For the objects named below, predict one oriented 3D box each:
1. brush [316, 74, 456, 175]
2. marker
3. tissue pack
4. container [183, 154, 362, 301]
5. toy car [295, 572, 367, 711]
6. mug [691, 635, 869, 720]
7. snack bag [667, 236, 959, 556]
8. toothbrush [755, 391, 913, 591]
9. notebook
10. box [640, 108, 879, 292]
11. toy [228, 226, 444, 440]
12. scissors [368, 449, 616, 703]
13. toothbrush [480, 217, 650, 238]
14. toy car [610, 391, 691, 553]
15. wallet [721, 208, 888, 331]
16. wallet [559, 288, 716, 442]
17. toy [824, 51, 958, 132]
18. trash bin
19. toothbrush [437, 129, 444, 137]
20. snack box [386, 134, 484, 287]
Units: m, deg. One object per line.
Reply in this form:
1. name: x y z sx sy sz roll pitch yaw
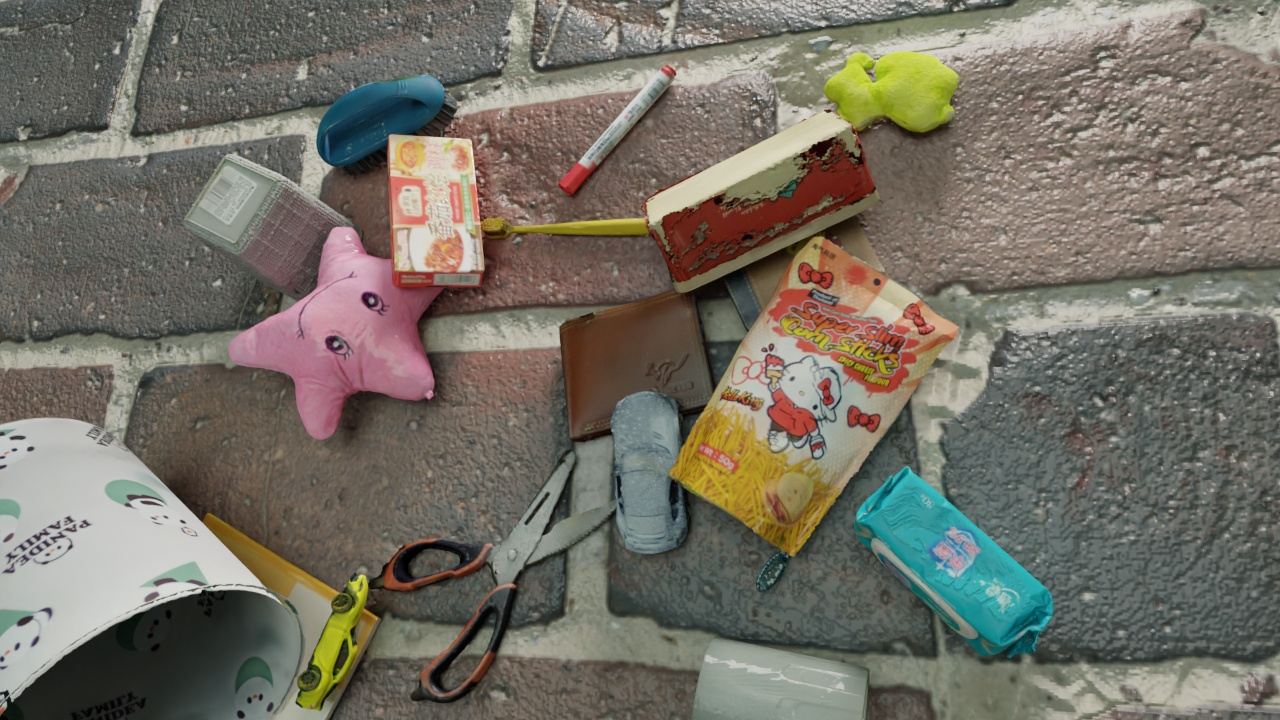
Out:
1. brush: -0.245 -0.224 0.852 0.144 0.073 0.055 -19 69 20
2. marker: -0.020 -0.204 0.812 0.017 0.017 0.145 39 87 25
3. tissue pack: 0.198 0.134 0.588 0.050 0.093 0.133 -44 65 -5
4. container: -0.331 -0.118 0.826 0.090 0.114 0.090 24 81 22
5. toy car: -0.233 0.217 0.709 0.032 0.048 0.105 21 77 -6
6. mug: 0.091 0.249 0.598 0.103 0.083 0.124 5 100 17
7. snack bag: 0.119 0.025 0.655 0.128 0.073 0.208 33 87 13
8. toothbrush: 0.142 0.088 0.662 0.016 0.018 0.191 36 85 9
9. notebook: -0.327 0.234 0.762 0.206 0.010 0.145 23 79 23
10. box: 0.085 -0.129 0.701 0.168 0.078 0.091 -25 23 8
11. toy: -0.236 -0.027 0.789 0.178 0.075 0.194 36 75 13
12. scissors: -0.118 0.167 0.717 0.226 0.015 0.188 -7 70 16
13. toothbrush: -0.051 -0.116 0.792 0.190 0.016 0.015 2 73 18
14. toy car: 0.007 0.083 0.686 0.054 0.036 0.120 -4 85 15
15. wallet: 0.127 -0.061 0.711 0.115 0.033 0.090 -25 66 4
16. wallet: -0.004 0.004 0.730 0.125 0.032 0.101 -15 71 13
17. toy: 0.204 -0.219 0.740 0.100 0.031 0.096 -22 65 10
18. trash bin: -0.422 0.185 0.688 0.252 0.229 0.229 35 85 29
19. toothbrush: -0.193 -0.172 0.858 0.017 0.012 0.185 -10 69 20
20. snack box: -0.181 -0.132 0.804 0.075 0.026 0.152 0 59 -18
